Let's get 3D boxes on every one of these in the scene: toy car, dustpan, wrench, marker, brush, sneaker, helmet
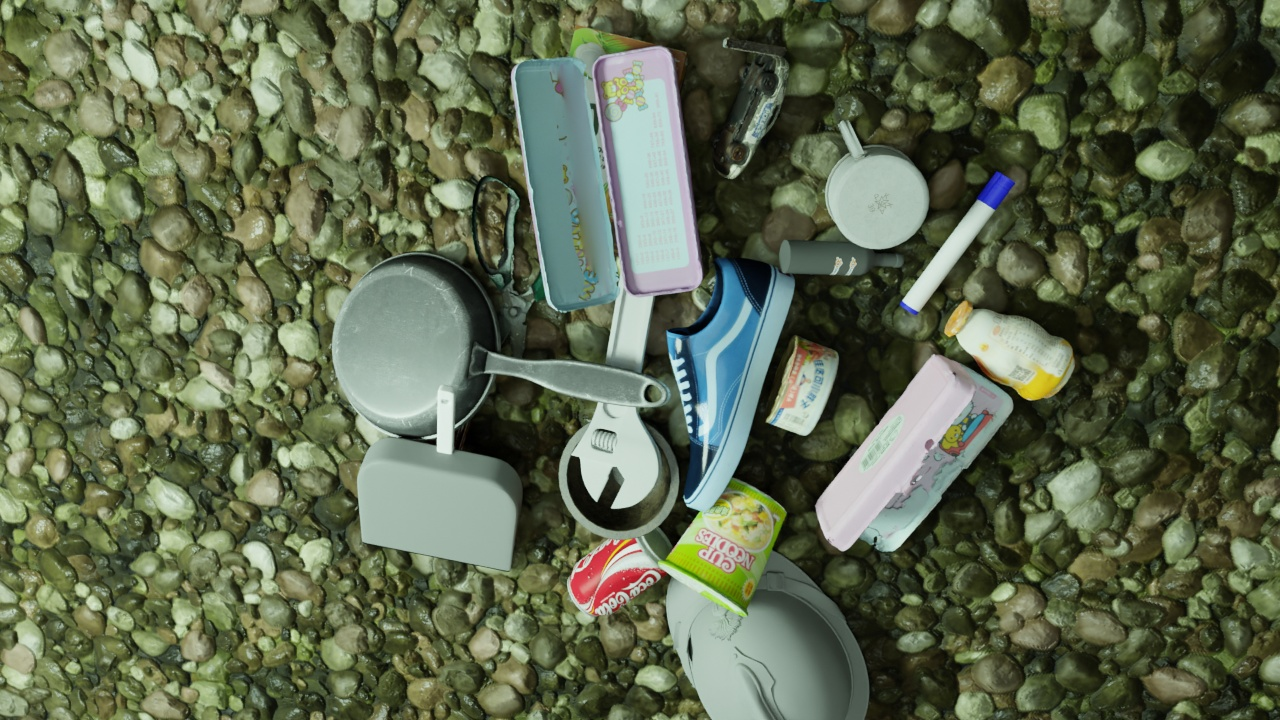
[{"bbox_3d":[0.098,-0.214,0.809,0.040,0.048,0.113,13,113,-28],"label":"toy car"},{"bbox_3d":[-0.197,0.118,0.910,0.163,0.033,0.258,12,138,-3],"label":"dustpan"},{"bbox_3d":[-0.005,0.005,0.871,0.087,0.018,0.273,12,94,13],"label":"wrench"},{"bbox_3d":[0.283,-0.104,0.824,0.020,0.020,0.142,32,109,-1],"label":"marker"},{"bbox_3d":[0.086,-0.255,0.746,0.045,0.143,0.008,9,109,-3],"label":"brush"},{"bbox_3d":[0.059,0.018,0.860,0.098,0.083,0.241,15,100,-8],"label":"sneaker"},{"bbox_3d":[0.125,0.322,0.925,0.184,0.117,0.271,-31,98,16],"label":"helmet"}]

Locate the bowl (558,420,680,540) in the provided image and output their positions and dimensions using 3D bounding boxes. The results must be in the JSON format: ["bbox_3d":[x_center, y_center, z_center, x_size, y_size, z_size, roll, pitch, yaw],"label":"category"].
[{"bbox_3d":[-0.015,0.113,0.916,0.121,0.056,0.121,0,91,14],"label":"bowl"}]

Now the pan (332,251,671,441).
[{"bbox_3d":[-0.146,0.001,0.879,0.357,0.055,0.187,11,93,18],"label":"pan"}]

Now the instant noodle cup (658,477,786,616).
[{"bbox_3d":[0.085,0.176,0.889,0.099,0.099,0.107,32,76,-1],"label":"instant noodle cup"}]

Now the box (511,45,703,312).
[{"bbox_3d":[-0.028,-0.157,0.795,0.149,0.049,0.214,-10,100,-11],"label":"box"}]

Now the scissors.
[{"bbox_3d":[-0.135,-0.085,0.900,0.146,0.015,0.210,30,107,-4],"label":"scissors"}]

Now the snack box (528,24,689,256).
[{"bbox_3d":[-0.029,-0.194,0.831,0.101,0.031,0.186,16,102,4],"label":"snack box"}]

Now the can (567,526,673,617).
[{"bbox_3d":[-0.021,0.215,0.946,0.105,0.064,0.064,-40,97,17],"label":"can"}]

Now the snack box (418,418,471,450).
[{"bbox_3d":[-0.211,0.080,0.953,0.051,0.031,0.141,21,109,2],"label":"snack box"}]

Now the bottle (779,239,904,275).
[{"bbox_3d":[0.184,-0.092,0.829,0.113,0.030,0.030,1,107,-11],"label":"bottle"}]

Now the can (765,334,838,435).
[{"bbox_3d":[0.148,0.023,0.850,0.043,0.086,0.086,20,108,1],"label":"can"}]

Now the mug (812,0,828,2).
[{"bbox_3d":[0.134,-0.333,0.735,0.114,0.107,0.083,-3,108,10],"label":"mug"}]

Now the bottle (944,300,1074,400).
[{"bbox_3d":[0.329,-0.012,0.823,0.109,0.063,0.063,31,109,2],"label":"bottle"}]

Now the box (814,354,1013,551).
[{"bbox_3d":[0.263,0.101,0.862,0.102,0.086,0.202,29,109,-13],"label":"box"}]

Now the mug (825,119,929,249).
[{"bbox_3d":[0.199,-0.155,0.797,0.084,0.070,0.113,-25,103,15],"label":"mug"}]
